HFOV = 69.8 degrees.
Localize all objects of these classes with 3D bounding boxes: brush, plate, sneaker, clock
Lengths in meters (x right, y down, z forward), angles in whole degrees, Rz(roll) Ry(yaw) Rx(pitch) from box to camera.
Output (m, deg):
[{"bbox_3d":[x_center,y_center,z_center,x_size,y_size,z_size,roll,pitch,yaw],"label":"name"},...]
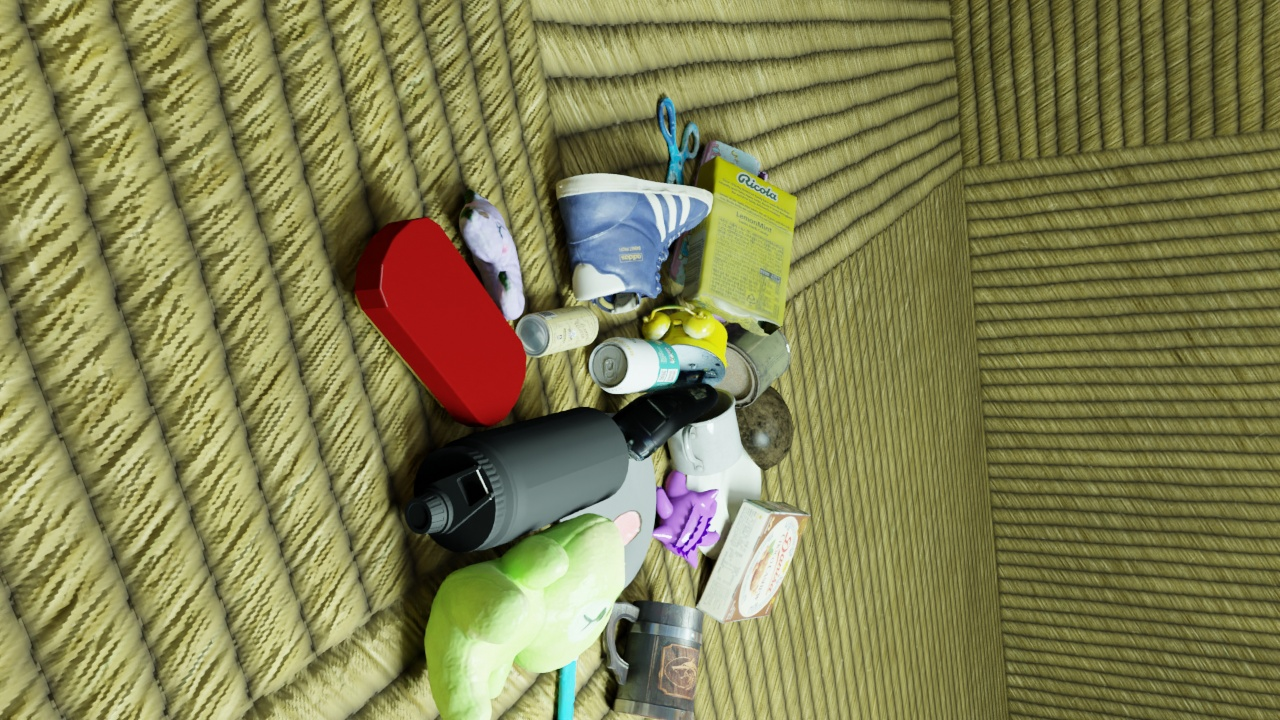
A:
[{"bbox_3d":[-0.149,-0.025,0.681,0.173,0.042,0.082,59,41,-40],"label":"brush"},{"bbox_3d":[-0.033,0.141,0.904,0.178,0.012,0.178,5,84,-60],"label":"plate"},{"bbox_3d":[0.008,-0.107,0.907,0.232,0.092,0.118,-3,87,-59],"label":"sneaker"},{"bbox_3d":[0.112,0.154,1.133,0.182,0.034,0.182,6,83,-60],"label":"plate"},{"bbox_3d":[0.049,-0.018,0.986,0.119,0.083,0.057,57,37,-46],"label":"clock"}]

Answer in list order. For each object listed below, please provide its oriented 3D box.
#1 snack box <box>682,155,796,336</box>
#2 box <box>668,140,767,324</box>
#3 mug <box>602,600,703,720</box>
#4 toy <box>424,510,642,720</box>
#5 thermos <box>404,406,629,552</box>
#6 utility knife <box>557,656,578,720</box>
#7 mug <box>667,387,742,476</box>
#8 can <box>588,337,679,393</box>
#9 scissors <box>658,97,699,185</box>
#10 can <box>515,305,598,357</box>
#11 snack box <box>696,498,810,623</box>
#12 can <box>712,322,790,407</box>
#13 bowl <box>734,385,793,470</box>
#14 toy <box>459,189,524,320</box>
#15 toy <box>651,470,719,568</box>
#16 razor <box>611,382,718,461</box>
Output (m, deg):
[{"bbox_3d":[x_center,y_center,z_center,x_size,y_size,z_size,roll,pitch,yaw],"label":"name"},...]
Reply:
[{"bbox_3d":[0.111,-0.125,1.032,0.121,0.045,0.180,20,66,-26],"label":"snack box"},{"bbox_3d":[0.087,-0.153,1.112,0.090,0.091,0.213,124,-16,-61],"label":"box"},{"bbox_3d":[0.006,0.297,0.913,0.115,0.080,0.107,23,65,-29],"label":"mug"},{"bbox_3d":[-0.087,0.190,0.719,0.196,0.107,0.150,-14,127,-66],"label":"toy"},{"bbox_3d":[-0.096,0.093,0.723,0.198,0.086,0.086,-11,98,-60],"label":"thermos"},{"bbox_3d":[-0.069,0.317,0.829,0.022,0.015,0.166,26,65,-57],"label":"utility knife"},{"bbox_3d":[0.064,0.084,0.999,0.113,0.084,0.070,-61,142,-60],"label":"mug"},{"bbox_3d":[-0.005,0.005,0.916,0.101,0.055,0.055,2,87,-60],"label":"can"},{"bbox_3d":[0.037,-0.236,1.048,0.118,0.013,0.139,51,48,-48],"label":"scissors"},{"bbox_3d":[-0.073,-0.027,0.817,0.079,0.038,0.038,-17,103,-59],"label":"can"},{"bbox_3d":[0.142,0.244,1.126,0.147,0.041,0.143,19,94,-59],"label":"snack box"},{"bbox_3d":[0.121,0.000,1.087,0.074,0.090,0.090,-38,122,-40],"label":"can"},{"bbox_3d":[0.158,0.071,1.149,0.121,0.056,0.121,51,23,-32],"label":"bowl"},{"bbox_3d":[-0.116,-0.081,0.728,0.080,0.036,0.100,-114,-174,-59],"label":"toy"},{"bbox_3d":[0.052,0.174,1.004,0.106,0.056,0.087,40,63,-24],"label":"toy"},{"bbox_3d":[0.026,0.058,0.930,0.151,0.054,0.067,-22,151,-52],"label":"razor"}]
